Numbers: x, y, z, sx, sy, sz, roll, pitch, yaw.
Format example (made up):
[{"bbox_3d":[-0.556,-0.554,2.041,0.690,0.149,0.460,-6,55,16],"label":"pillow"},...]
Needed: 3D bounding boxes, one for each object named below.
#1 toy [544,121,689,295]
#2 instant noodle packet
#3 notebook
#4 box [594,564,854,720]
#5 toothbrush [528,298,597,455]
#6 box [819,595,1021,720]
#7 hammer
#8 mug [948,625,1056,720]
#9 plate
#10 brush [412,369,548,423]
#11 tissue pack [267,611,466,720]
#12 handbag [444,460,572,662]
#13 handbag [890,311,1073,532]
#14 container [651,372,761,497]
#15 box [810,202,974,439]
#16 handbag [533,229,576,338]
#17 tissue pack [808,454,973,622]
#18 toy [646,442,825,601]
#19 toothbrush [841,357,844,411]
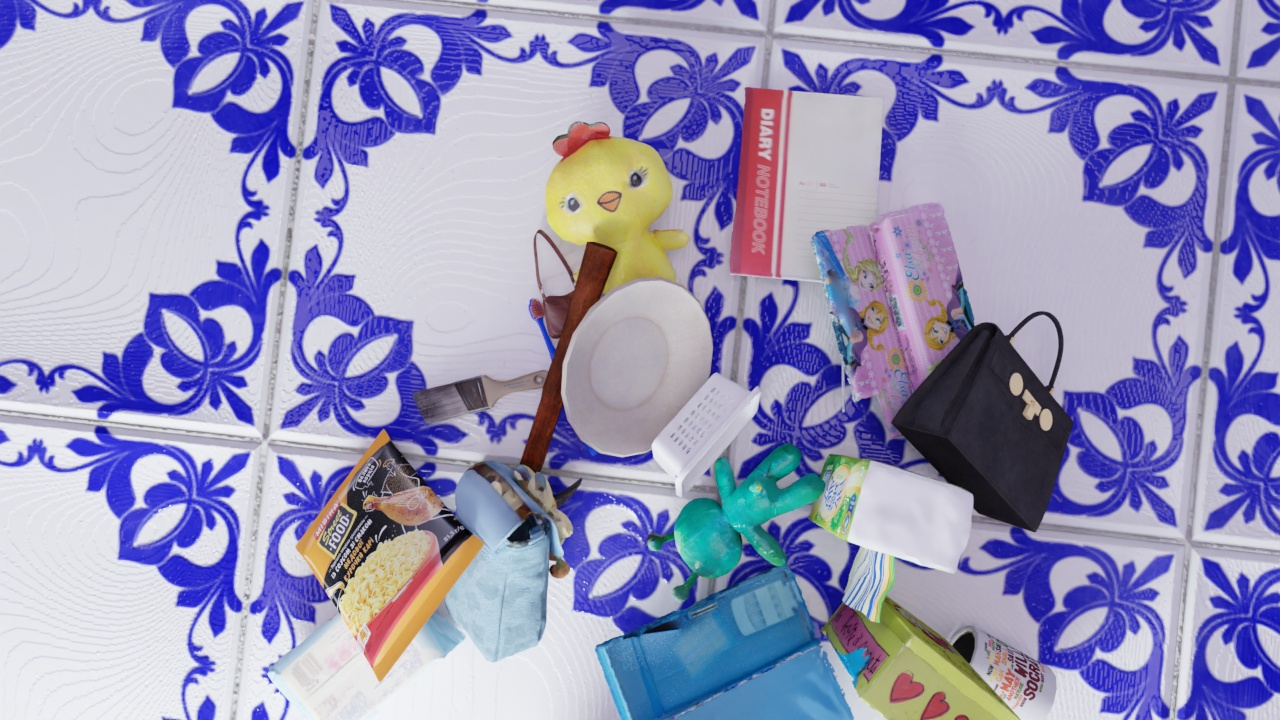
[{"bbox_3d":[-0.025,-0.147,0.959,0.134,0.092,0.207,-19,98,6],"label":"toy"},{"bbox_3d":[-0.261,0.187,0.925,0.221,0.032,0.160,36,89,41],"label":"instant noodle packet"},{"bbox_3d":[0.178,-0.186,0.980,0.153,0.012,0.208,5,82,2],"label":"notebook"},{"bbox_3d":[0.087,0.319,0.904,0.231,0.034,0.174,-14,75,-29],"label":"box"},{"bbox_3d":[-0.082,0.017,0.987,0.016,0.018,0.182,-21,88,-25],"label":"toothbrush"},{"bbox_3d":[0.256,0.292,0.873,0.124,0.221,0.081,37,89,4],"label":"box"},{"bbox_3d":[-0.085,0.023,0.949,0.111,0.028,0.301,19,103,0],"label":"hammer"},{"bbox_3d":[0.357,0.339,0.948,0.089,0.073,0.105,29,115,2],"label":"mug"},{"bbox_3d":[-0.005,0.005,0.940,0.188,0.027,0.189,-13,113,-33],"label":"plate"},{"bbox_3d":[-0.169,0.035,0.991,0.151,0.012,0.039,-14,88,0],"label":"brush"},{"bbox_3d":[-0.285,0.306,0.959,0.182,0.070,0.112,-40,88,-2],"label":"tissue pack"},{"bbox_3d":[-0.127,0.199,0.924,0.118,0.122,0.192,-12,120,-37],"label":"handbag"},{"bbox_3d":[0.374,0.038,0.927,0.175,0.072,0.195,41,77,-28],"label":"handbag"},{"bbox_3d":[0.064,0.072,0.946,0.049,0.081,0.129,39,76,16],"label":"container"},{"bbox_3d":[0.271,-0.040,0.948,0.159,0.035,0.230,-14,88,-21],"label":"box"},{"bbox_3d":[-0.090,-0.085,0.985,0.055,0.029,0.119,-16,81,-24],"label":"handbag"},{"bbox_3d":[0.228,0.174,0.888,0.120,0.197,0.141,17,86,8],"label":"tissue pack"},{"bbox_3d":[0.096,0.161,0.945,0.193,0.072,0.130,-39,61,10],"label":"toy"},{"bbox_3d":[0.215,-0.031,0.954,0.010,0.010,0.181,5,66,1],"label":"toothbrush"}]
